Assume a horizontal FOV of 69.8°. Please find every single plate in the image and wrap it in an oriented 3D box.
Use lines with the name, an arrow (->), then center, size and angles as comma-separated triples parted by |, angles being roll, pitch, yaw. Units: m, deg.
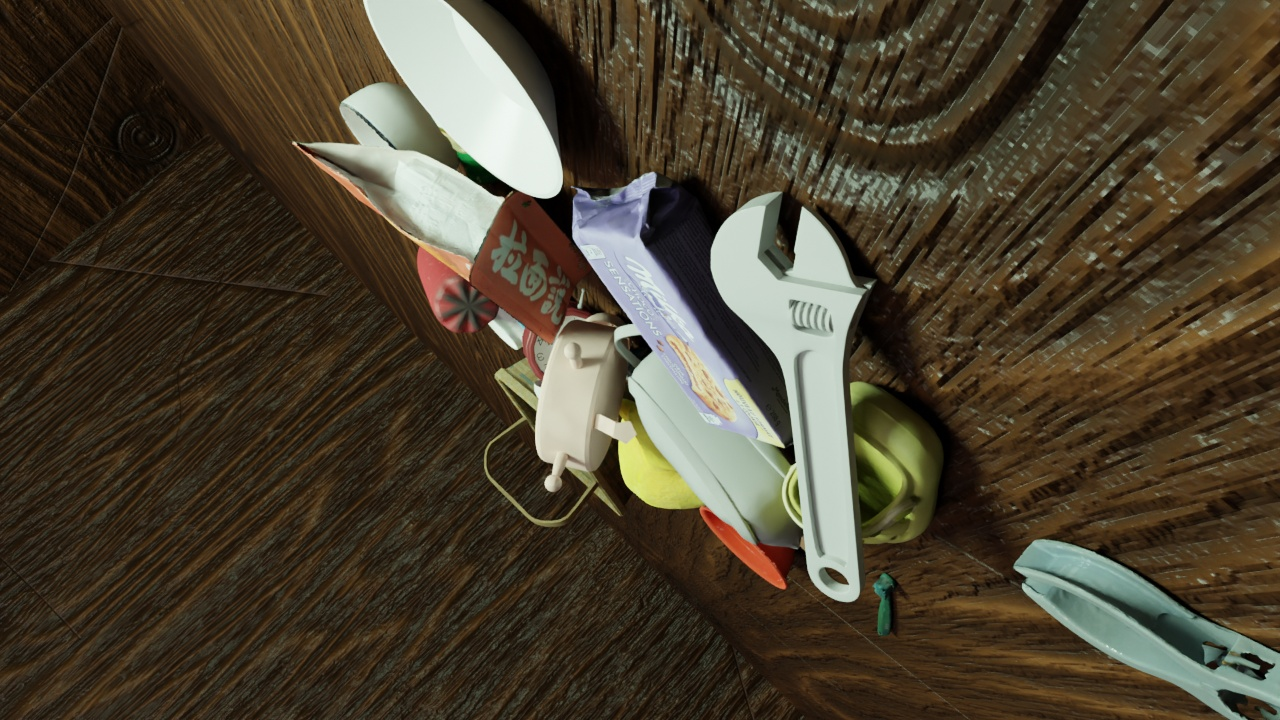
plate -> -0.102, -0.184, 0.590 | 0.174, 0.036, 0.174 | 40, 164, 13

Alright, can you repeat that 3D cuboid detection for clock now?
clock -> -0.040, 0.033, 0.822 | 0.086, 0.131, 0.160 | 10, -165, 2
clock -> -0.071, -0.006, 0.915 | 0.044, 0.087, 0.124 | -129, 22, -71

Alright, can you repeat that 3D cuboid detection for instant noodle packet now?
instant noodle packet -> -0.172, -0.110, 0.772 | 0.221, 0.084, 0.164 | 24, 173, 23

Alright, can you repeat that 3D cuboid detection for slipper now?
slipper -> 0.139, 0.084, 0.590 | 0.091, 0.081, 0.191 | 37, 163, 21

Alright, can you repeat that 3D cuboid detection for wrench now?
wrench -> 0.093, 0.035, 0.521 | 0.087, 0.018, 0.274 | 15, 131, 35

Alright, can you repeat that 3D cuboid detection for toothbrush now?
toothbrush -> 0.240, 0.247, 0.908 | 0.016, 0.017, 0.190 | 38, 165, 29

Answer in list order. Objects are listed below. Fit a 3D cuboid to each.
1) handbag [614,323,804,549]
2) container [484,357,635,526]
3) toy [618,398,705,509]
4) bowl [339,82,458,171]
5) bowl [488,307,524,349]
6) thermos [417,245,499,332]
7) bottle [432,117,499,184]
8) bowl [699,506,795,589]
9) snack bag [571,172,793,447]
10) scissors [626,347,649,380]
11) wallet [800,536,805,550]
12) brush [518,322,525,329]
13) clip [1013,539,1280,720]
handbag -> 0.071, 0.066, 0.782 | 0.215, 0.095, 0.222 | 52, 180, 19
container -> -0.097, 0.108, 1.152 | 0.157, 0.186, 0.250 | 38, 165, 31
toy -> 0.026, 0.095, 0.943 | 0.134, 0.092, 0.208 | 43, 164, 17
bowl -> -0.204, -0.200, 0.814 | 0.113, 0.063, 0.113 | 42, 167, 12
bowl -> -0.141, -0.054, 1.069 | 0.118, 0.062, 0.118 | 43, 167, 12
thermos -> -0.223, -0.111, 1.067 | 0.073, 0.073, 0.240 | 54, 179, -35
bottle -> -0.137, -0.186, 0.693 | 0.043, 0.043, 0.111 | 34, 162, 42
bowl -> 0.129, 0.196, 1.035 | 0.130, 0.045, 0.131 | 43, 167, 12
snack bag -> 0.038, -0.033, 0.590 | 0.205, 0.058, 0.096 | 54, 162, -25
scissors -> 0.001, 0.011, 0.925 | 0.150, 0.019, 0.131 | 35, 163, 34
wallet -> 0.147, 0.161, 0.944 | 0.121, 0.013, 0.087 | 44, 172, 5
brush -> -0.097, -0.042, 0.984 | 0.136, 0.055, 0.075 | 52, 169, -29
clip -> 0.264, 0.135, 0.465 | 0.163, 0.027, 0.106 | 30, 162, 46
